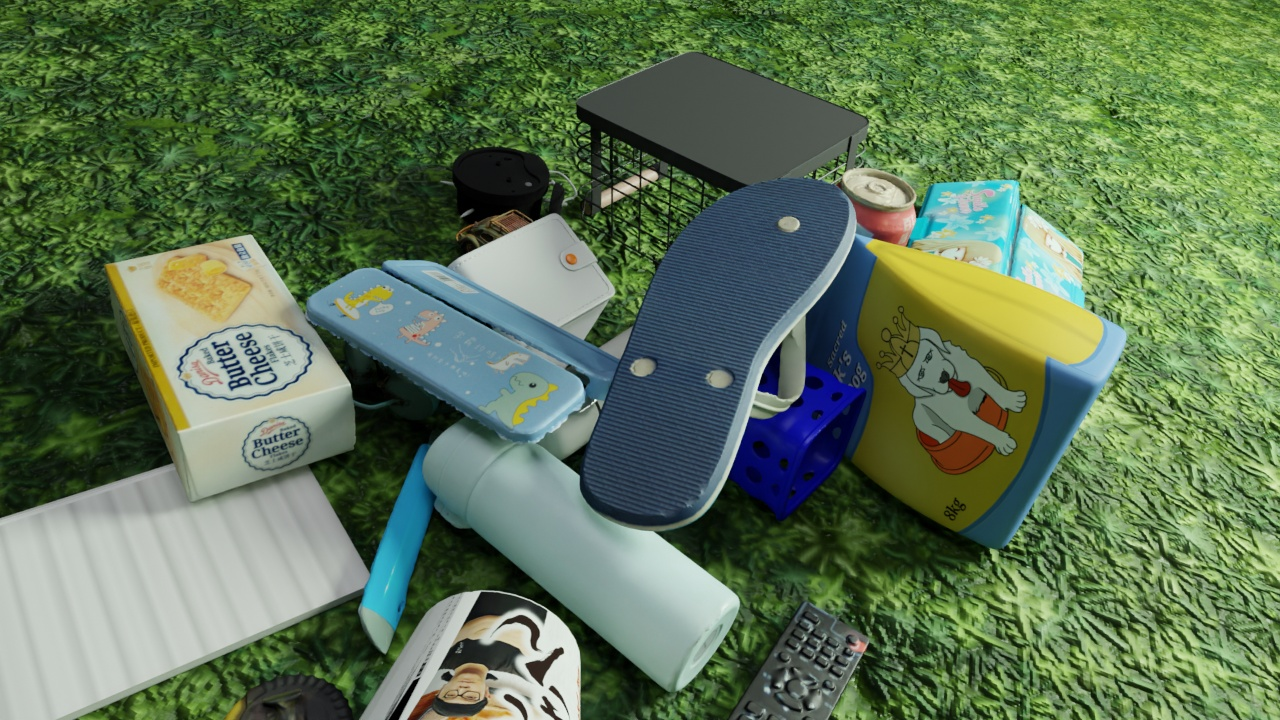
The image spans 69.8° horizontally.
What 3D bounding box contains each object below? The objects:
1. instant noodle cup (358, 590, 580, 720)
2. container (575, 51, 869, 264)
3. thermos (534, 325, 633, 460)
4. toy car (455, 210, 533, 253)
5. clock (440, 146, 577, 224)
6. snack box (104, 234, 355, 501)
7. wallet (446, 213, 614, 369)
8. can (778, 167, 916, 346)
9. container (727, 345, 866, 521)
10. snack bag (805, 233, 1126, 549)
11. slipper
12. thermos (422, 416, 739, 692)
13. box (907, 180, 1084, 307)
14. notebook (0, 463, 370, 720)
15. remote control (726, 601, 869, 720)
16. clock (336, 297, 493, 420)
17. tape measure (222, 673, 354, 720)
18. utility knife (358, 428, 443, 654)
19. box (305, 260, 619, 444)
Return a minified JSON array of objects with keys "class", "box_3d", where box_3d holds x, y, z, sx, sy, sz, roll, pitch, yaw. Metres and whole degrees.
[{"class":"instant noodle cup","box_3d":[-0.079,0.180,0.421,0.123,0.124,0.121,11,31,0]},{"class":"container","box_3d":[0.066,-0.161,0.814,0.241,0.130,0.162,33,50,31]},{"class":"thermos","box_3d":[-0.004,0.004,0.687,0.052,0.052,0.223,33,44,24]},{"class":"toy car","box_3d":[-0.109,-0.099,0.787,0.112,0.047,0.047,35,47,20]},{"class":"clock","box_3d":[-0.119,-0.161,0.862,0.120,0.043,0.091,-12,45,-25]},{"class":"snack box","box_3d":[-0.280,-0.005,0.617,0.104,0.058,0.208,-18,43,-31]},{"class":"wallet","box_3d":[-0.076,-0.049,0.731,0.118,0.038,0.115,-33,85,-37]},{"class":"can","box_3d":[0.156,-0.060,0.708,0.067,0.171,0.067,8,39,-6]},{"class":"container","box_3d":[0.081,0.037,0.645,0.113,0.085,0.084,33,46,26]},{"class":"snack bag","box_3d":[0.200,0.010,0.646,0.205,0.159,0.102,30,40,23]},{"class":"slipper","box_3d":[0.051,-0.010,0.589,0.118,0.060,0.294,15,56,21]},{"class":"thermos","box_3d":[-0.042,0.106,0.545,0.207,0.078,0.065,33,11,22]},{"class":"box","box_3d":[0.351,-0.103,0.892,0.182,0.072,0.226,20,40,13]},{"class":"notebook","box_3d":[-0.280,0.119,0.521,0.209,0.009,0.142,-19,49,-32]},{"class":"remote control","box_3d":[0.078,0.196,0.506,0.047,0.022,0.149,29,41,20]},{"class":"clock","box_3d":[-0.159,0.002,0.652,0.090,0.053,0.124,31,44,24]},{"class":"tape measure","box_3d":[-0.170,0.185,0.445,0.067,0.038,0.062,-9,44,-22]},{"class":"utility knife","box_3d":[-0.142,0.100,0.567,0.015,0.031,0.174,-23,32,23]},{"class":"box","box_3d":[-0.111,-0.017,0.606,0.209,0.034,0.127,27,29,26]}]
